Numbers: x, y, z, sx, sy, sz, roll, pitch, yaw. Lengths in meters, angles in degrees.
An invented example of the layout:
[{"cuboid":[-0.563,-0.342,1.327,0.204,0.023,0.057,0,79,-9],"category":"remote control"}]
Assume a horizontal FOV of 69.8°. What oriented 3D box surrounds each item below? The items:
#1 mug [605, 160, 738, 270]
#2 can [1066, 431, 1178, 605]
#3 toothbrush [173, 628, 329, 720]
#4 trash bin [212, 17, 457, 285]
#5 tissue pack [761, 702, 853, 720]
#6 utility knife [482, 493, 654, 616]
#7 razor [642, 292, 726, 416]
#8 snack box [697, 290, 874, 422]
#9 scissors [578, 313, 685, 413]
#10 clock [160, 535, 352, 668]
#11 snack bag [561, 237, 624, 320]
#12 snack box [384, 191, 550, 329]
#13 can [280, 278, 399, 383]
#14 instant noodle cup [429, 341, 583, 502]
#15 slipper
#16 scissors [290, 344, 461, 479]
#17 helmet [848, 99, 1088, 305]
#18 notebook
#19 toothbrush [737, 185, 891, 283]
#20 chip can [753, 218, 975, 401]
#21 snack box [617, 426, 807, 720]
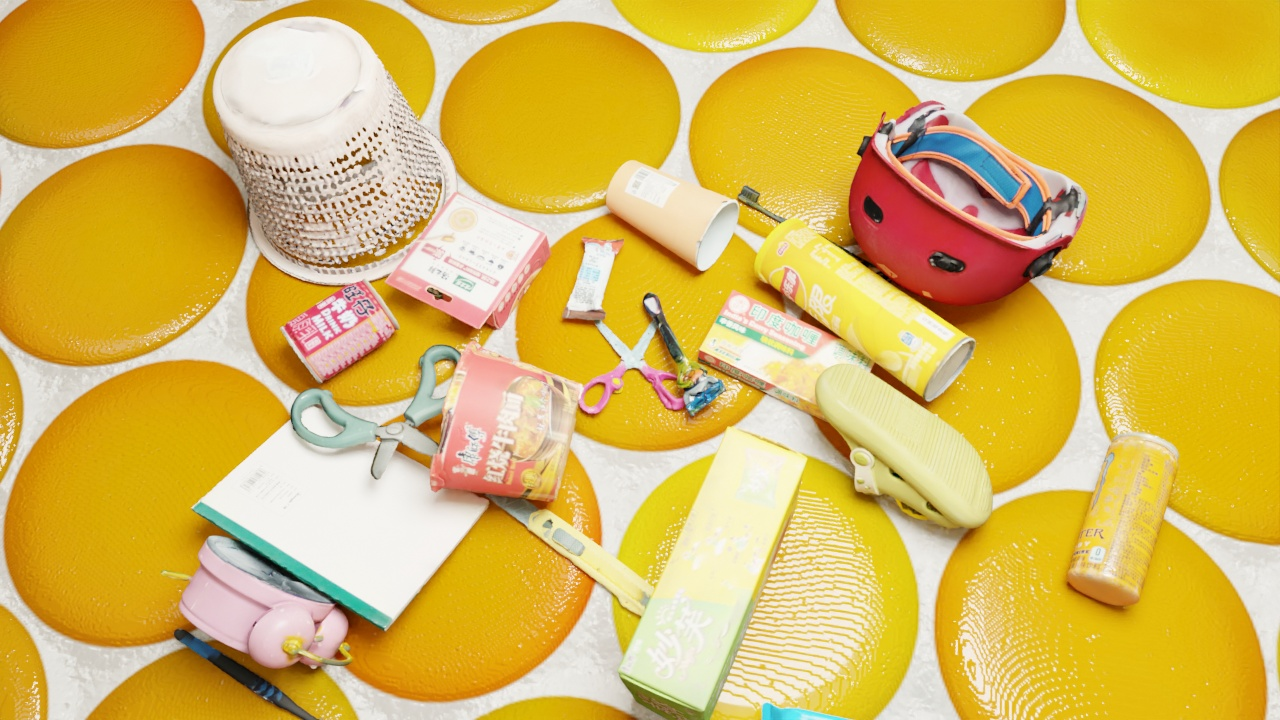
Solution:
[{"cuboid":[0.029,-0.154,0.940,0.123,0.078,0.078,31,69,19],"category":"mug"},{"cuboid":[0.423,0.137,0.802,0.058,0.058,0.145,25,68,12],"category":"can"},{"cuboid":[-0.324,0.275,0.778,0.189,0.016,0.014,26,60,14],"category":"toothbrush"},{"cuboid":[-0.312,-0.218,0.912,0.227,0.192,0.227,0,65,1],"category":"trash bin"},{"cuboid":[0.160,0.326,0.717,0.140,0.063,0.089,8,67,6],"category":"tissue pack"},{"cuboid":[-0.065,0.166,0.827,0.213,0.022,0.030,31,63,19],"category":"utility knife"},{"cuboid":[0.033,-0.015,0.885,0.043,0.022,0.142,-36,57,14],"category":"razor"},{"cuboid":[0.142,-0.002,0.890,0.156,0.027,0.076,26,67,12],"category":"snack box"},{"cuboid":[-0.004,0.006,0.898,0.135,0.017,0.133,26,64,15],"category":"scissors"},{"cuboid":[-0.303,0.207,0.756,0.158,0.117,0.059,25,78,15],"category":"clock"},{"cuboid":[-0.048,-0.085,0.934,0.048,0.026,0.104,5,66,10],"category":"snack bag"},{"cuboid":[-0.172,-0.093,0.930,0.113,0.044,0.126,26,67,12],"category":"snack box"},{"cuboid":[-0.290,-0.030,0.891,0.093,0.067,0.066,-35,69,-14],"category":"can"},{"cuboid":[-0.115,0.061,0.816,0.108,0.138,0.137,13,66,-3],"category":"instant noodle cup"},{"cuboid":[0.227,0.082,0.825,0.190,0.082,0.091,40,45,3],"category":"slipper"},{"cuboid":[-0.232,0.037,0.863,0.170,0.019,0.178,19,47,26],"category":"scissors"},{"cuboid":[0.283,-0.128,0.863,0.207,0.144,0.239,40,41,19],"category":"helmet"},{"cuboid":[-0.263,0.130,0.817,0.209,0.012,0.150,27,48,13],"category":"notebook"},{"cuboid":[0.181,-0.132,0.956,0.186,0.017,0.012,33,33,15],"category":"toothbrush"},{"cuboid":[0.208,-0.052,0.869,0.072,0.072,0.213,-41,60,-16],"category":"chip can"},{"cuboid":[0.061,0.179,0.736,0.070,0.158,0.209,21,67,14],"category":"snack box"}]
